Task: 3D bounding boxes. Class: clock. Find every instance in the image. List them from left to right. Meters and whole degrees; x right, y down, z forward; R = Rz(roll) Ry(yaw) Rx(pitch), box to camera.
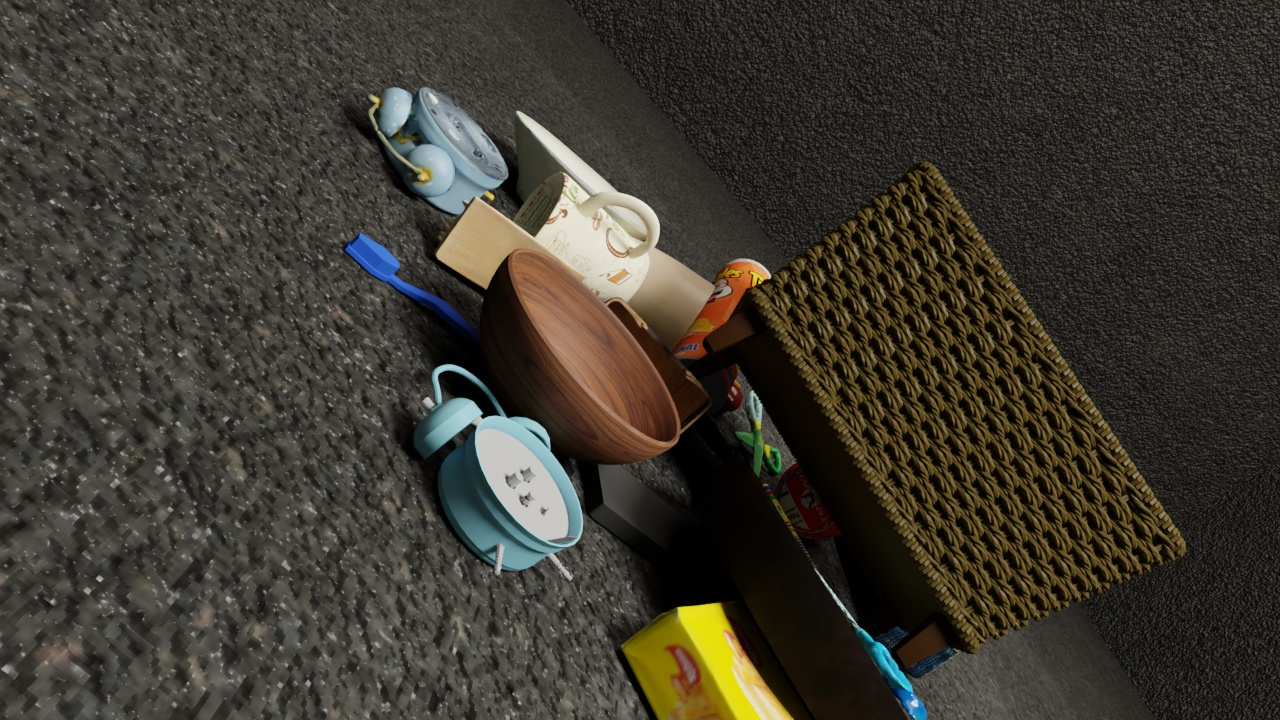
[{"bbox_3d":[-0.152,-0.155,0.674,0.088,0.052,0.124,56,17,13],"label":"clock"},{"bbox_3d":[-0.070,0.049,0.455,0.087,0.042,0.123,26,31,-56],"label":"clock"}]

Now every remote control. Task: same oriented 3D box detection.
[{"bbox_3d":[0.013,0.112,0.596,0.133,0.013,0.058,42,18,-28],"label":"remote control"}]

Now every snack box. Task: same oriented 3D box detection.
[{"bbox_3d":[0.070,0.218,0.459,0.200,0.042,0.092,58,16,25],"label":"snack box"}]

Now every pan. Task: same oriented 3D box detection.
[{"bbox_3d":[0.086,0.136,0.629,0.249,0.043,0.355,58,1,-32],"label":"pan"}]

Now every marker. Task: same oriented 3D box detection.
[{"bbox_3d":[0.138,0.167,0.815,0.014,0.014,0.132,29,26,-52],"label":"marker"}]

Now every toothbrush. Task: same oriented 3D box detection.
[{"bbox_3d":[-0.103,-0.016,0.567,0.186,0.011,0.016,41,19,-32],"label":"toothbrush"}]

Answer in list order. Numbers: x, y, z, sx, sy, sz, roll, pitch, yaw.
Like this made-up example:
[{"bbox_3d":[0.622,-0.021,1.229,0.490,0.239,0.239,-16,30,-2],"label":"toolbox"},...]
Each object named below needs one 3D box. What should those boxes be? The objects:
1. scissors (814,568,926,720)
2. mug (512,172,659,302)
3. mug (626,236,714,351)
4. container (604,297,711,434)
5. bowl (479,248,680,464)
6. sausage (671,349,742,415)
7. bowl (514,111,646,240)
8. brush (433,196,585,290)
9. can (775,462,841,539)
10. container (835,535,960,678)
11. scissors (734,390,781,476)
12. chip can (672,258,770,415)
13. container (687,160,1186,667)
[{"bbox_3d":[0.150,0.188,0.616,0.086,0.015,0.135,53,-1,-30],"label":"scissors"},{"bbox_3d":[-0.034,-0.096,0.720,0.097,0.122,0.080,34,50,-27],"label":"mug"},{"bbox_3d":[0.003,-0.066,0.834,0.104,0.085,0.111,35,22,-3],"label":"mug"},{"bbox_3d":[-0.004,0.004,0.711,0.114,0.063,0.061,47,9,-13],"label":"container"},{"bbox_3d":[-0.049,0.011,0.548,0.147,0.069,0.147,46,15,-17],"label":"bowl"},{"bbox_3d":[0.050,-0.012,0.930,0.155,0.040,0.040,53,16,9],"label":"sausage"},{"bbox_3d":[-0.067,-0.156,0.873,0.176,0.058,0.176,41,11,-10],"label":"bowl"},{"bbox_3d":[-0.094,-0.071,0.650,0.039,0.049,0.117,40,5,41],"label":"brush"},{"bbox_3d":[0.184,0.135,0.899,0.074,0.074,0.142,57,17,21],"label":"can"},{"bbox_3d":[0.278,0.193,0.900,0.071,0.145,0.187,42,17,-16],"label":"container"},{"bbox_3d":[0.115,0.073,0.918,0.128,0.012,0.119,28,48,-61],"label":"scissors"},{"bbox_3d":[0.078,-0.028,0.883,0.062,0.062,0.209,48,34,-11],"label":"chip can"},{"bbox_3d":[0.195,0.056,0.701,0.321,0.205,0.176,59,-7,8],"label":"container"}]
